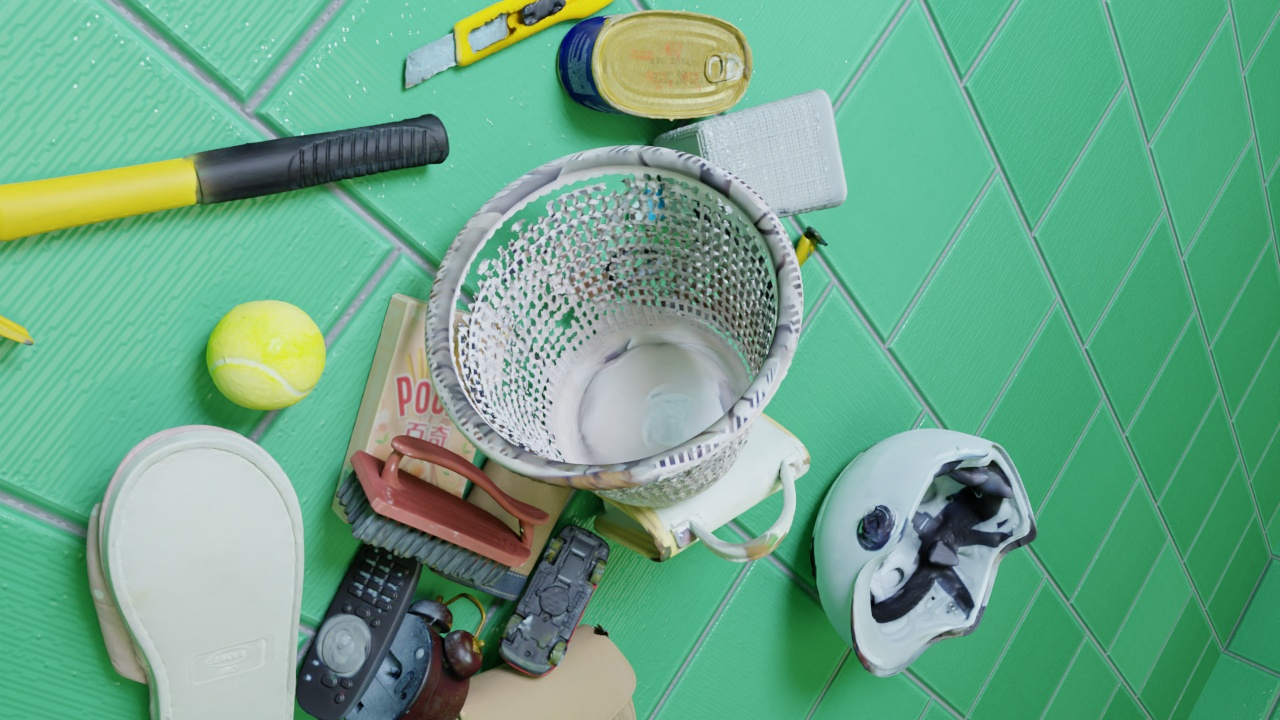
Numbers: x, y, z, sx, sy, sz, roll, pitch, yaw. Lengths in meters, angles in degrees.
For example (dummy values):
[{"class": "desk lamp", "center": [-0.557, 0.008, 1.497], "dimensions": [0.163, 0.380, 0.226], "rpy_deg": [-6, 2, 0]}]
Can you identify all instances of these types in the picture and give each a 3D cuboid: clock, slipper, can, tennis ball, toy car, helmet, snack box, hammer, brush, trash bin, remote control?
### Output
[{"class": "clock", "center": [-0.159, 0.219, 0.655], "dimensions": [0.121, 0.082, 0.055], "rpy_deg": [-51, 134, -12]}, {"class": "slipper", "center": [-0.265, 0.154, 0.563], "dimensions": [0.114, 0.054, 0.275], "rpy_deg": [-14, 124, -32]}, {"class": "can", "center": [0.013, -0.215, 0.670], "dimensions": [0.147, 0.049, 0.075], "rpy_deg": [-13, 113, -36]}, {"class": "tennis ball", "center": [-0.220, -0.003, 0.541], "dimensions": [0.065, 0.065, 0.065], "rpy_deg": [-14, 113, -36]}, {"class": "toy car", "center": [-0.067, 0.191, 0.727], "dimensions": [0.120, 0.053, 0.045], "rpy_deg": [-60, 174, -29]}, {"class": "helmet", "center": [0.268, 0.179, 0.949], "dimensions": [0.229, 0.146, 0.258], "rpy_deg": [39, 87, -39]}, {"class": "snack box", "center": [-0.151, 0.039, 0.637], "dimensions": [0.084, 0.026, 0.157], "rpy_deg": [13, 97, -41]}, {"class": "hammer", "center": [-0.247, -0.099, 0.508], "dimensions": [0.299, 0.033, 0.129], "rpy_deg": [-20, 117, -33]}, {"class": "brush", "center": [-0.125, 0.103, 0.617], "dimensions": [0.069, 0.063, 0.145], "rpy_deg": [-51, 130, 3]}, {"class": "trash bin", "center": [-0.004, 0.003, 0.620], "dimensions": [0.227, 0.227, 0.192], "rpy_deg": [-52, 157, -13]}, {"class": "remote control", "center": [-0.191, 0.181, 0.637], "dimensions": [0.136, 0.053, 0.024], "rpy_deg": [-65, 165, -10]}]

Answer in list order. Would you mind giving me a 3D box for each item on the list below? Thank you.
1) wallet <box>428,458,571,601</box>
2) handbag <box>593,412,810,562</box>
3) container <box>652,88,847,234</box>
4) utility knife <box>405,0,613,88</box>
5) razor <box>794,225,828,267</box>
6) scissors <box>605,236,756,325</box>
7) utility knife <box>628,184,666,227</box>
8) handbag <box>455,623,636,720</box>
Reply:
[{"class": "wallet", "center": [-0.102, 0.121, 0.703], "dimensions": [0.090, 0.033, 0.115], "rpy_deg": [33, 82, -44]}, {"class": "handbag", "center": [0.060, 0.098, 0.730], "dimensions": [0.163, 0.179, 0.063], "rpy_deg": [-26, 114, -29]}, {"class": "container", "center": [0.080, -0.148, 0.702], "dimensions": [0.114, 0.090, 0.090], "rpy_deg": [-18, 102, -25]}, {"class": "utility knife", "center": [-0.078, -0.228, 0.613], "dimensions": [0.191, 0.015, 0.033], "rpy_deg": [-36, 122, -24]}, {"class": "razor", "center": [0.139, -0.056, 0.841], "dimensions": [0.043, 0.028, 0.132], "rpy_deg": [9, 98, -72]}, {"class": "scissors", "center": [0.039, -0.081, 0.764], "dimensions": [0.159, 0.014, 0.178], "rpy_deg": [14, 94, -44]}, {"class": "utility knife", "center": [0.051, -0.146, 0.746], "dimensions": [0.161, 0.018, 0.034], "rpy_deg": [-30, 122, -27]}, {"class": "handbag", "center": [-0.087, 0.308, 0.732], "dimensions": [0.204, 0.100, 0.148], "rpy_deg": [-14, 111, -40]}]
